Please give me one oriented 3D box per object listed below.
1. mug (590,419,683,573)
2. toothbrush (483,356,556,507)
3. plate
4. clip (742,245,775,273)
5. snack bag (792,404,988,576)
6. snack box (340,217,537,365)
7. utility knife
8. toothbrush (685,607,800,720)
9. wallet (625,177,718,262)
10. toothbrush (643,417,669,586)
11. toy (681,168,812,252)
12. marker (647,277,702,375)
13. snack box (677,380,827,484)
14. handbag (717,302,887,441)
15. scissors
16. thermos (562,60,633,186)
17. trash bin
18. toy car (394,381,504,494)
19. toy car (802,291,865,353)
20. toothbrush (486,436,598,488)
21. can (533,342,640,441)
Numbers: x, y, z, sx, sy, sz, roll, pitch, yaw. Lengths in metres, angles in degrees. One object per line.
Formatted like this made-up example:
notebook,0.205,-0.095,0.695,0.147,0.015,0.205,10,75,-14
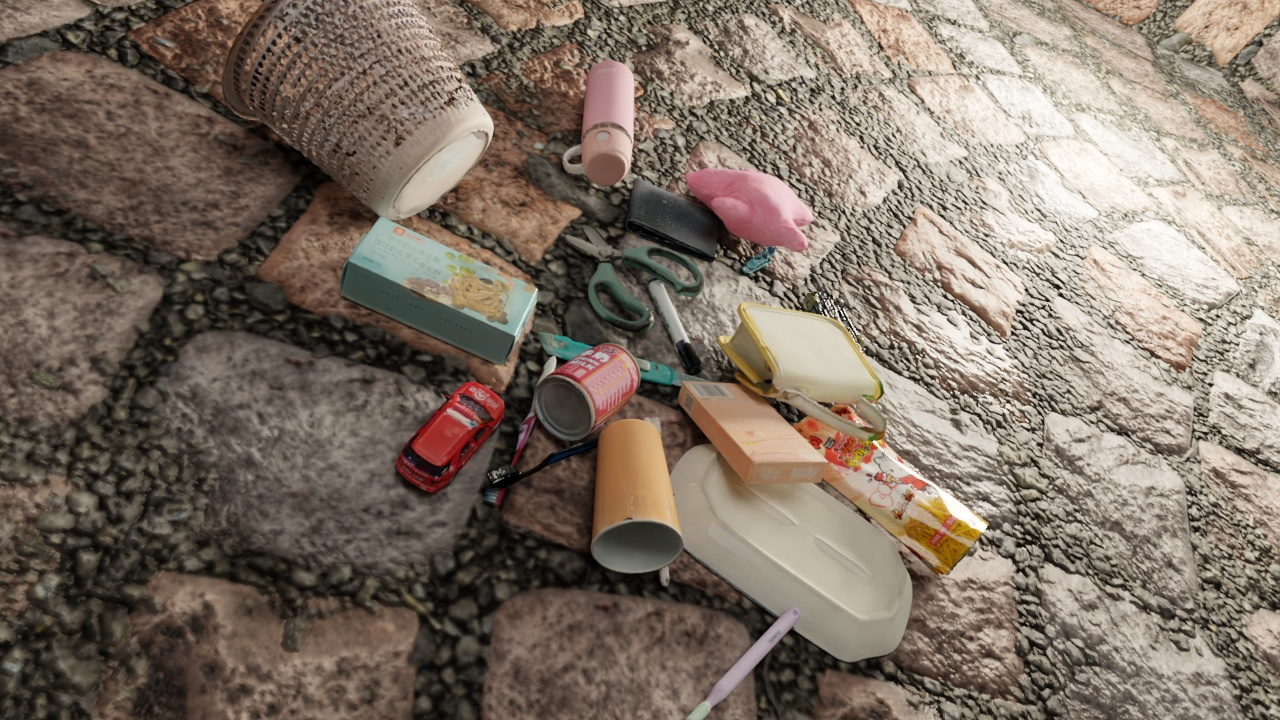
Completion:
mug,-0.006,0.116,0.811,0.078,0.078,0.122,14,41,-17
toothbrush,-0.108,0.060,0.846,0.017,0.016,0.187,17,45,0
plate,0.149,0.168,0.870,0.266,0.034,0.161,35,44,5
clip,0.147,-0.123,1.142,0.056,0.048,0.014,-31,71,-38
snack bag,0.251,0.127,0.947,0.208,0.073,0.128,43,39,20
snack box,-0.193,-0.067,0.887,0.175,0.052,0.074,25,45,-7
utility knife,-0.006,0.006,0.949,0.209,0.013,0.029,15,51,-16
toothbrush,0.077,0.260,0.754,0.188,0.021,0.029,-33,78,-39
wallet,0.042,-0.174,1.134,0.121,0.019,0.097,21,44,-12
toothbrush,0.017,0.126,0.850,0.016,0.016,0.179,-8,50,3
toy,0.136,-0.203,1.165,0.178,0.075,0.194,26,28,0
marker,0.037,-0.040,1.007,0.018,0.023,0.130,-3,54,-31
snack box,0.106,0.068,0.899,0.084,0.026,0.157,3,26,-26
handbag,0.181,0.022,0.975,0.163,0.063,0.178,6,39,-33
scissors,-0.025,-0.091,1.013,0.177,0.019,0.168,24,53,11
thermos,-0.051,-0.301,1.171,0.087,0.067,0.198,-5,49,8
trash bin,-0.264,-0.259,0.926,0.192,0.228,0.226,48,45,0
toy car,-0.161,0.062,0.795,0.053,0.045,0.120,34,42,1
toy car,0.230,-0.040,1.102,0.048,0.031,0.105,1,49,-27
toothbrush,-0.065,0.082,0.837,0.189,0.014,0.016,-18,55,-45
can,-0.048,0.027,0.864,0.066,0.067,0.093,40,37,10
